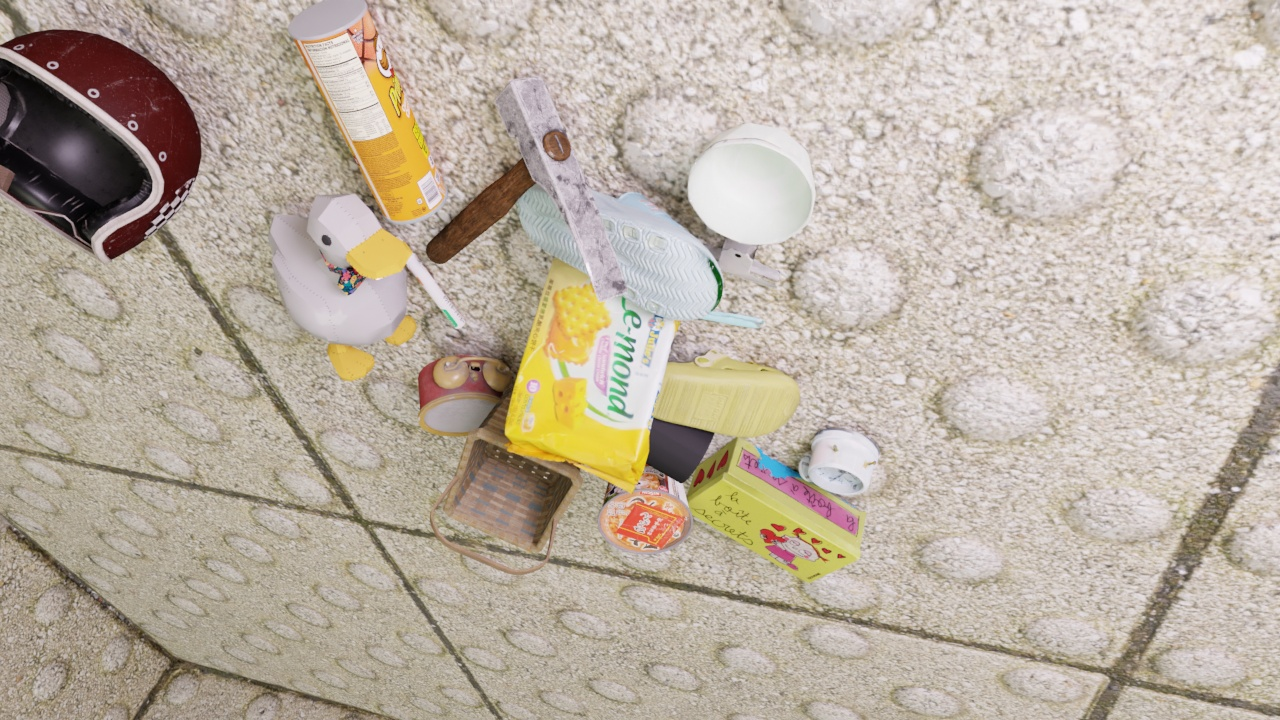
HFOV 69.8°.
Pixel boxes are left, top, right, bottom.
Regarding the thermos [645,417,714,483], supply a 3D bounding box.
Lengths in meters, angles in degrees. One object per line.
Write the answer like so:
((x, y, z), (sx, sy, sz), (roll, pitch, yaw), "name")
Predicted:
((-0.016, 0.062, 1.106), (0.198, 0.085, 0.086), (30, 142, -5), "thermos")

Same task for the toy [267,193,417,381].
((-0.345, -0.101, 1.063), (0.247, 0.140, 0.268), (32, 148, 23), "toy")

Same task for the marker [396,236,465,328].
((-0.262, -0.095, 1.139), (0.017, 0.017, 0.145), (-4, 136, 30), "marker")

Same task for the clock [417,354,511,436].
((-0.233, 0.032, 1.217), (0.117, 0.081, 0.159), (5, 148, -27), "clock")

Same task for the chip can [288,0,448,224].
((-0.264, -0.242, 0.913), (0.075, 0.075, 0.215), (5, 140, 20), "chip can")

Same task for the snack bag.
((-0.045, 0.007, 0.998), (0.160, 0.247, 0.068), (13, 170, 15), "snack bag")

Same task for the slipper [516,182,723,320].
((-0.019, -0.129, 0.941), (0.245, 0.074, 0.104), (27, 140, 19), "slipper")

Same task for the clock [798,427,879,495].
((0.245, 0.131, 1.139), (0.083, 0.056, 0.118), (21, 150, 0), "clock")

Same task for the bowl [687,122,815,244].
((0.105, -0.168, 0.836), (0.117, 0.061, 0.118), (13, 142, 10), "bowl")

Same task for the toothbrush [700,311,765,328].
((0.052, -0.053, 1.041), (0.181, 0.016, 0.016), (8, 140, 15), "toothbrush")

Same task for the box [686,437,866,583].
((0.179, 0.204, 1.239), (0.221, 0.081, 0.125), (31, 142, -14), "box")

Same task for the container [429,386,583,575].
((-0.171, 0.175, 1.179), (0.157, 0.185, 0.251), (24, 143, -4), "container")

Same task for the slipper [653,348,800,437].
((0.087, 0.033, 1.068), (0.190, 0.081, 0.092), (6, 123, -9), "slipper")

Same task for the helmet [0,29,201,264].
((-0.599, -0.220, 0.953), (0.233, 0.253, 0.234), (35, 165, -9), "helmet")

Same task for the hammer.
((-0.141, -0.127, 0.959), (0.301, 0.037, 0.217), (-23, 90, 53), "hammer")

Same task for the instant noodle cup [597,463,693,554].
((0.006, 0.173, 1.232), (0.123, 0.121, 0.124), (0, 128, 0), "instant noodle cup")

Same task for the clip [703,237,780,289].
((0.102, -0.113, 0.947), (0.102, 0.046, 0.056), (18, 147, 3), "clip")
